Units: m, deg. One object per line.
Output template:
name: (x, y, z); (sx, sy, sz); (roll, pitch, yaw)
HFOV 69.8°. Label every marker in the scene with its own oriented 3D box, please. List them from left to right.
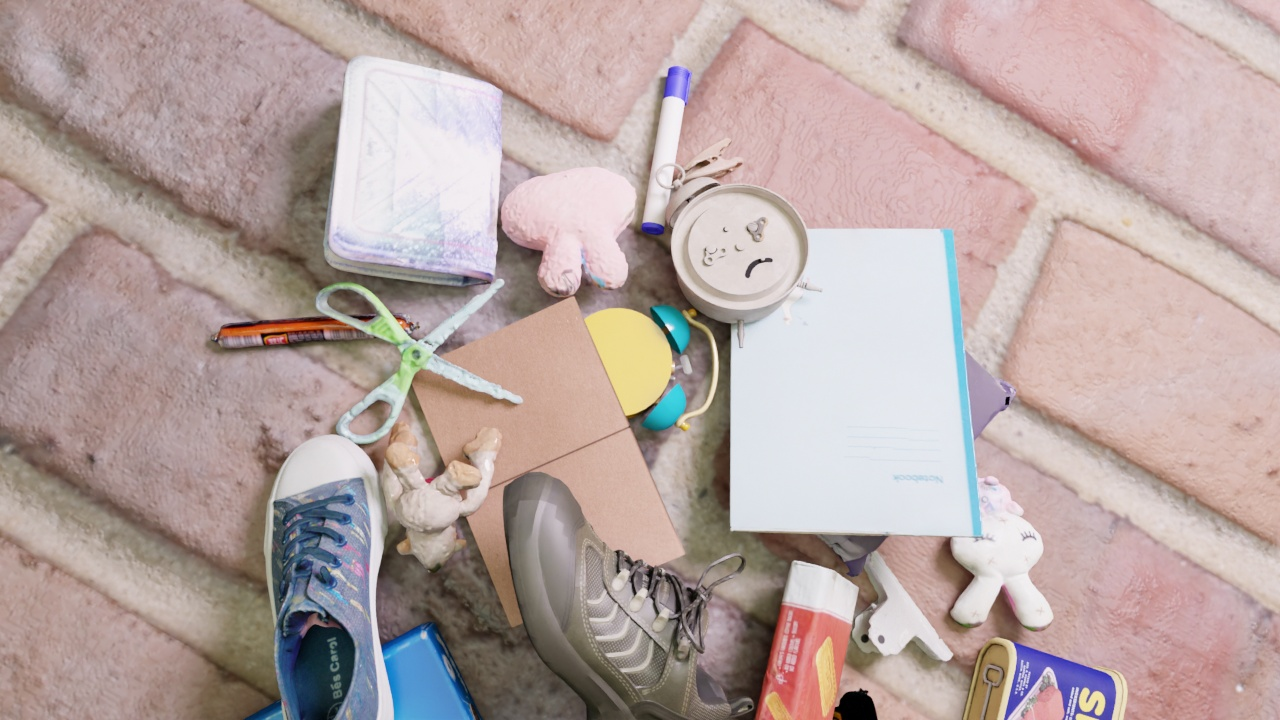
marker: (0.022, -0.174, 0.757); (0.020, 0.020, 0.141); (10, 80, -6)

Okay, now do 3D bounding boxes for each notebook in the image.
notebook: (-0.073, 0.075, 0.691); (0.141, 0.008, 0.209); (-24, 84, 5)
notebook: (0.159, 0.008, 0.704); (0.181, 0.009, 0.253); (0, 67, 5)

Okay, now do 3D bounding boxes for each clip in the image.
clip: (0.057, -0.166, 0.758); (0.059, 0.026, 0.052); (9, 78, -7)
clip: (0.196, 0.204, 0.710); (0.055, 0.046, 0.101); (-35, 86, -24)

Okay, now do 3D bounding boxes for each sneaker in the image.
sneaker: (-0.217, 0.150, 0.612); (0.087, 0.079, 0.235); (-14, 60, -2)
sneaker: (0.006, 0.170, 0.625); (0.143, 0.101, 0.238); (-24, 104, 5)

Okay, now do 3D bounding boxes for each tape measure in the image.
tape measure: (0.157, 0.287, 0.678); (0.034, 0.061, 0.061); (22, 122, -15)

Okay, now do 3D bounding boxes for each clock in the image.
clock: (-0.004, 0.004, 0.715); (0.129, 0.044, 0.099); (4, 80, 0)
clock: (0.064, -0.094, 0.720); (0.103, 0.061, 0.157); (-35, 75, -10)

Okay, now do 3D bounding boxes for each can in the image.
can: (0.304, 0.280, 0.701); (0.092, 0.056, 0.116); (19, 79, -3)

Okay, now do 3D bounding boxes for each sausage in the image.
sausage: (-0.247, -0.024, 0.699); (0.155, 0.020, 0.020); (-4, 81, -8)

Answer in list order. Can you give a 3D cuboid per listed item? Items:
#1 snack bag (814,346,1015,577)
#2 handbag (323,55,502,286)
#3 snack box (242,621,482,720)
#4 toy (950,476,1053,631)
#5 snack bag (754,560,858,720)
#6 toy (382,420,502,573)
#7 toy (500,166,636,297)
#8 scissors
snack bag: (0.203, 0.063, 0.722); (0.096, 0.058, 0.205); (44, 79, 2)
handbag: (-0.171, -0.140, 0.707); (0.126, 0.069, 0.158); (6, 80, -21)
snack box: (-0.182, 0.334, 0.629); (0.195, 0.056, 0.239); (-27, 84, -11)
toy: (0.282, 0.153, 0.728); (0.079, 0.038, 0.122); (-4, 79, -1)
snack bag: (0.110, 0.262, 0.661); (0.041, 0.077, 0.224); (4, 70, 33)
toy: (-0.144, 0.103, 0.666); (0.085, 0.074, 0.106); (2, 103, -12)
toy: (-0.051, -0.100, 0.714); (0.108, 0.053, 0.105); (-9, 71, -14)
scissors: (-0.169, 0.000, 0.688); (0.171, 0.023, 0.172); (27, 91, 0)
